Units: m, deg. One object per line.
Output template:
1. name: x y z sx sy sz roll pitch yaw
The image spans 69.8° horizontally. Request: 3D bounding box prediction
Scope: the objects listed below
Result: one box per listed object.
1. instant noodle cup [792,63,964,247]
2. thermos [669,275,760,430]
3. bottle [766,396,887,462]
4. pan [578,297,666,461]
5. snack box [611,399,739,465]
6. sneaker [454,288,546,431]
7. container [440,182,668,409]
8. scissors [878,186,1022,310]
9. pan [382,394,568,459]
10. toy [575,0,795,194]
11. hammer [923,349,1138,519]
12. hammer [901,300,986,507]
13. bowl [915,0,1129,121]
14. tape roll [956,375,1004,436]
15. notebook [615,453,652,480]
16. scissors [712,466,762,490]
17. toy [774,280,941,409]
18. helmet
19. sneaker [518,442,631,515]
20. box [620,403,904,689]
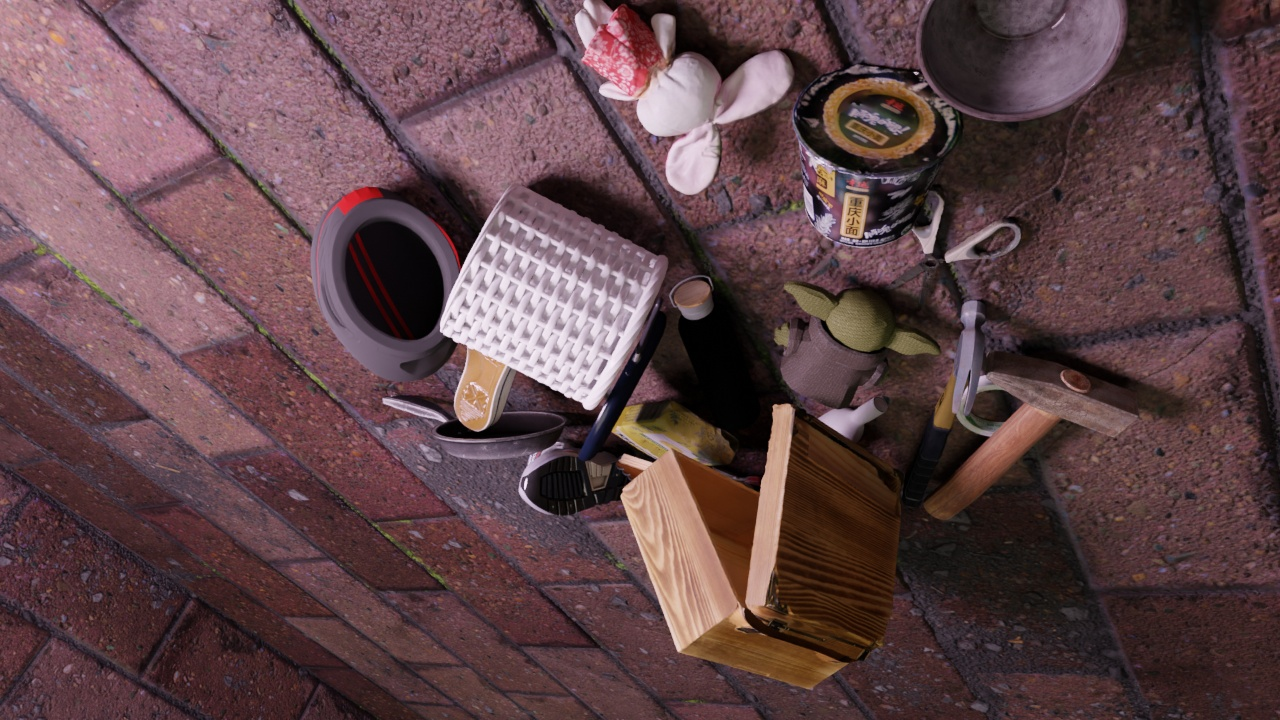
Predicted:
1. instant noodle cup: 0.200 -0.173 0.807 0.137 0.137 0.112 11 149 12
2. thermos: 0.088 -0.012 1.094 0.061 0.061 0.231 0 137 25
3. bottle: 0.237 0.096 1.160 0.052 0.052 0.196 31 141 -13
4. pan: -0.006 0.006 1.009 0.021 0.198 0.357 28 159 2
5. snack box: 0.041 0.102 1.217 0.121 0.045 0.181 33 162 -16
6. sneaker: -0.177 -0.020 1.185 0.118 0.087 0.242 31 122 20
7. container: -0.094 -0.070 1.006 0.187 0.188 0.190 27 142 -6
8. scissors: 0.300 -0.112 0.918 0.158 0.012 0.168 -8 135 34
9. pan: -0.260 0.090 1.326 0.358 0.186 0.055 3 100 39
10. toy: 0.021 -0.252 0.828 0.194 0.084 0.159 33 121 -10
11. hammer: 0.413 0.105 1.072 0.158 0.037 0.302 21 141 0
12. hammer: 0.345 0.080 1.059 0.025 0.117 0.334 11 146 11
13. bowl: 0.288 -0.262 0.699 0.145 0.067 0.145 13 141 10
14. tape roll: 0.412 0.053 1.057 0.094 0.018 0.094 12 140 10
15. notebook: 0.074 0.209 1.329 0.168 0.024 0.225 13 155 40
16. scissors: 0.146 0.167 1.256 0.195 0.015 0.179 8 166 -4
17. toy: 0.220 -0.016 1.014 0.179 0.078 0.153 23 135 -4
18. helmet: -0.303 -0.092 1.094 0.170 0.164 0.265 29 144 53
19. sneaker: -0.118 0.162 1.315 0.124 0.089 0.239 14 -176 36
20. box: 0.186 0.225 1.086 0.264 0.269 0.279 -39 135 19
